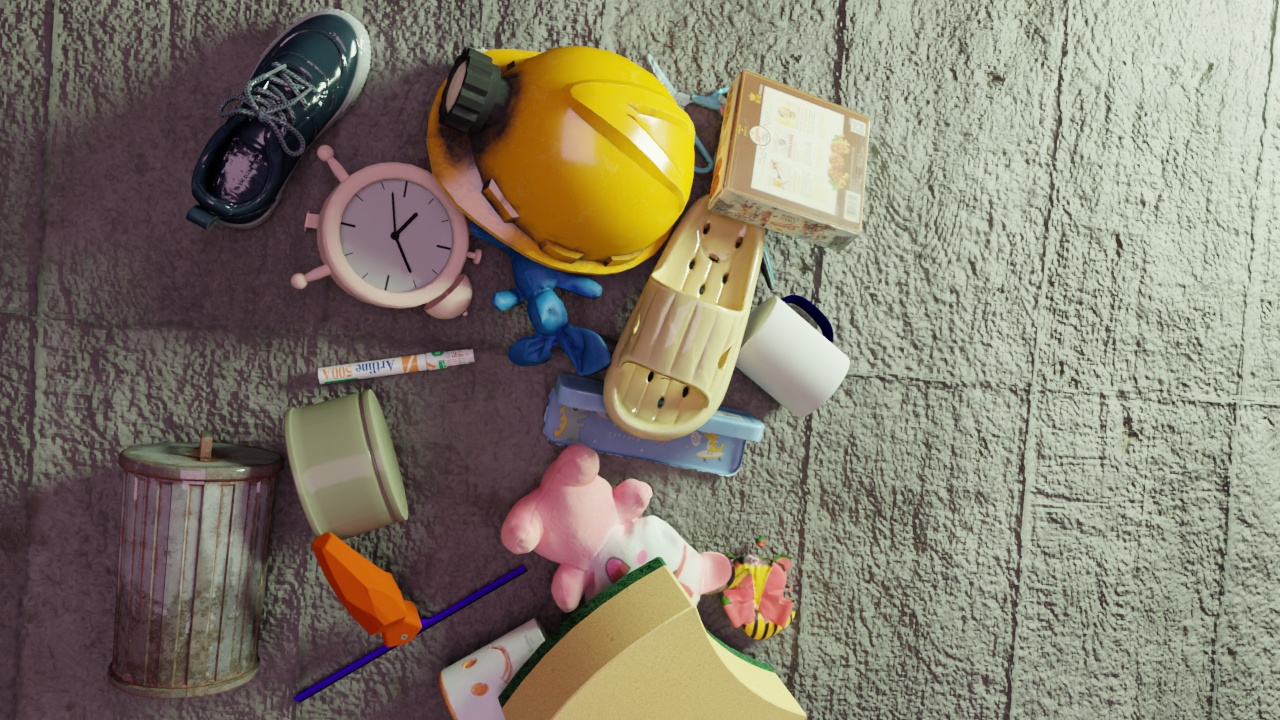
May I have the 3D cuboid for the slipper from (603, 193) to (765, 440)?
[{"bbox_3d":[0.054,-0.049,0.850,0.111,0.079,0.261,24,72,-5],"label":"slipper"}]

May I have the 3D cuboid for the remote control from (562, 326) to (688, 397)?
[{"bbox_3d":[-0.005,0.005,0.895,0.147,0.015,0.033,21,131,5],"label":"remote control"}]

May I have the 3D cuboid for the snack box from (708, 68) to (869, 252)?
[{"bbox_3d":[0.147,-0.194,0.893,0.147,0.041,0.143,16,67,-13],"label":"snack box"}]

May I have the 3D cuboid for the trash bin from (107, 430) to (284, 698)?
[{"bbox_3d":[-0.390,0.169,0.806,0.130,0.131,0.211,6,93,-10],"label":"trash bin"}]

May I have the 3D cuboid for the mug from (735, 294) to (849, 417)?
[{"bbox_3d":[0.152,-0.015,0.920,0.097,0.079,0.111,39,58,-9],"label":"mug"}]

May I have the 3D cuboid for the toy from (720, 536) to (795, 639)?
[{"bbox_3d":[0.121,0.239,0.938,0.084,0.046,0.103,-24,101,-21],"label":"toy"}]

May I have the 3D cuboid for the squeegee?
[{"bbox_3d":[-0.241,0.215,0.829,0.249,0.055,0.185,-29,132,-7],"label":"squeegee"}]

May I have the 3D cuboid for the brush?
[{"bbox_3d":[0.016,0.324,0.855,0.195,0.075,0.250,-41,123,-2],"label":"brush"}]

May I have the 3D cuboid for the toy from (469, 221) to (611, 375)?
[{"bbox_3d":[-0.101,-0.059,0.864,0.113,0.070,0.176,-23,97,25],"label":"toy"}]

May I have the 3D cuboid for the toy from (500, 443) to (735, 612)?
[{"bbox_3d":[-0.023,0.187,0.890,0.213,0.084,0.142,40,87,-7],"label":"toy"}]

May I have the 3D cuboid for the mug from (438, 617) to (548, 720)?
[{"bbox_3d":[-0.128,0.309,0.879,0.105,0.082,0.082,-29,96,-8],"label":"mug"}]

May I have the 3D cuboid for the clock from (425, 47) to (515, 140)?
[{"bbox_3d":[-0.140,-0.241,0.874,0.094,0.042,0.119,30,87,-10],"label":"clock"}]

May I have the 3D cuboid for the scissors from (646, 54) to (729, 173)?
[{"bbox_3d":[0.045,-0.241,0.917,0.138,0.015,0.119,12,82,-6],"label":"scissors"}]

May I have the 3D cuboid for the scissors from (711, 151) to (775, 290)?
[{"bbox_3d":[0.104,-0.134,0.931,0.149,0.019,0.131,31,85,-8],"label":"scissors"}]

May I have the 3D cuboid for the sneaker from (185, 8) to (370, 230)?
[{"bbox_3d":[-0.327,-0.219,0.820,0.089,0.087,0.235,30,88,-9],"label":"sneaker"}]

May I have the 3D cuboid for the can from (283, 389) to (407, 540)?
[{"bbox_3d":[-0.262,0.095,0.825,0.073,0.128,0.128,-16,95,-11],"label":"can"}]

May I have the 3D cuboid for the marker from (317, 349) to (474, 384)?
[{"bbox_3d":[-0.233,0.005,0.881,0.145,0.017,0.017,-8,93,-9],"label":"marker"}]

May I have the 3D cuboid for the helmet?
[{"bbox_3d":[-0.043,-0.193,0.805,0.255,0.132,0.205,17,71,-28],"label":"helmet"}]

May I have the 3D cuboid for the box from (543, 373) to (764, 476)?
[{"bbox_3d":[0.011,0.071,0.904,0.210,0.072,0.079,13,104,-11],"label":"box"}]

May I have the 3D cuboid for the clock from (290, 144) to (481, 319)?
[{"bbox_3d":[-0.229,-0.114,0.855,0.160,0.086,0.131,11,90,-19],"label":"clock"}]
